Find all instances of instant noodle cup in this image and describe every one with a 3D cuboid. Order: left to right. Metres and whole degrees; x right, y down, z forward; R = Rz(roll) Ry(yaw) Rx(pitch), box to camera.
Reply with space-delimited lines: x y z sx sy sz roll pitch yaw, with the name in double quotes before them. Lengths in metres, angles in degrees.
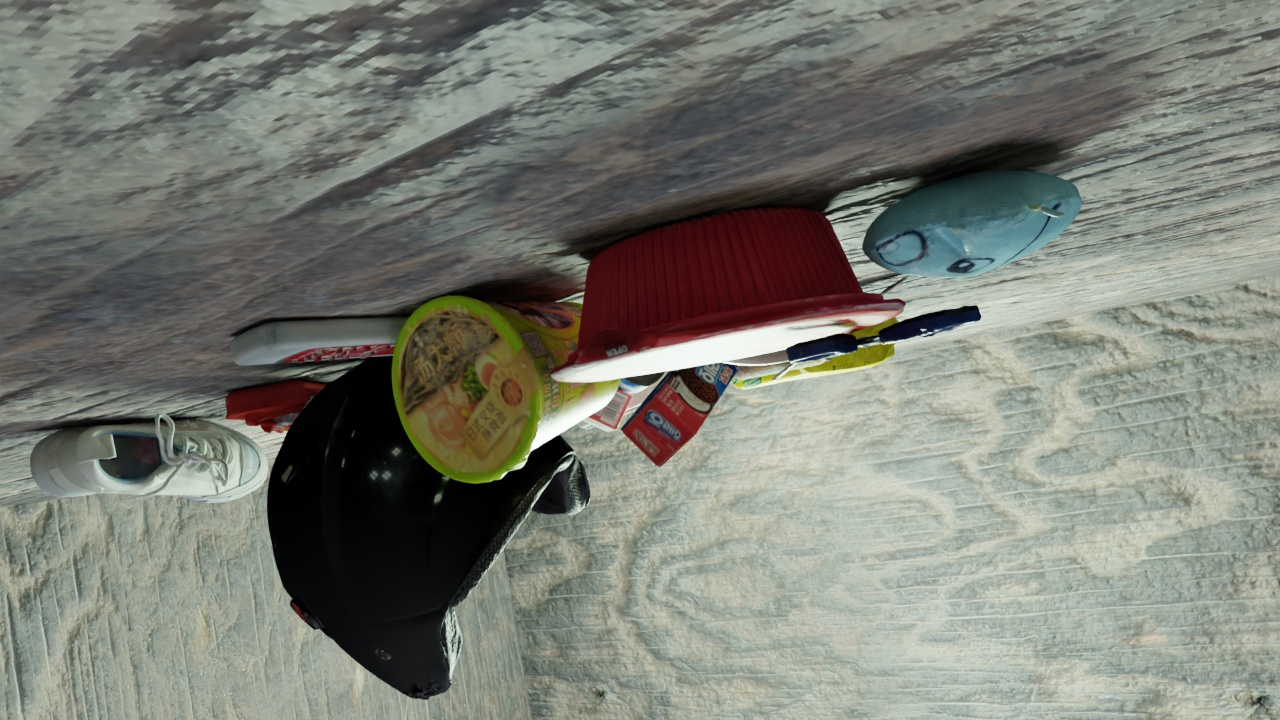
"instant noodle cup" -0.074 0.008 0.585 0.112 0.111 0.123 -13 -177 32
"instant noodle cup" 0.041 -0.035 0.501 0.194 0.066 0.194 -11 177 -1

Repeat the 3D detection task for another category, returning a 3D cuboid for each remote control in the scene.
"remote control" -0.179 -0.012 0.570 0.056 0.020 0.135 -13 175 42

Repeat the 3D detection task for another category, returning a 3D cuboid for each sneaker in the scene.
"sneaker" -0.452 0.092 0.902 0.091 0.089 0.242 -17 167 23

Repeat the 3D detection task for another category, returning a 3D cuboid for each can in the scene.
"can" -0.006 0.006 0.979 0.053 0.053 0.135 -10 176 -8
"can" 0.158 -0.015 1.057 0.116 0.058 0.058 -13 175 30

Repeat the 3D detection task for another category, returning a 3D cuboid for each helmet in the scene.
"helmet" -0.185 0.113 0.744 0.276 0.230 0.232 -26 -165 42

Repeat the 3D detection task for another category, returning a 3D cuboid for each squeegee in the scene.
"squeegee" 0.091 -0.014 0.890 0.249 0.040 0.248 -1 159 -20

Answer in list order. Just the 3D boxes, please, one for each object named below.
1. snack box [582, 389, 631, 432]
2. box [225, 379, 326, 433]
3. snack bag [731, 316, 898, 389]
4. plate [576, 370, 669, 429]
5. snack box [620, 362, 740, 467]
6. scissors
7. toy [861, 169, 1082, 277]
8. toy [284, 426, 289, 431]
"snack box" -0.079 0.035 1.035 0.127 0.044 0.113 25 172 -4
"box" -0.306 0.074 0.873 0.095 0.098 0.201 -11 175 0
"snack bag" 0.220 -0.009 1.234 0.157 0.068 0.247 -8 176 -22
"plate" -0.002 0.040 1.206 0.205 0.045 0.205 -23 178 -1
"snack box" 0.047 0.033 0.948 0.057 0.058 0.207 -47 180 27
"scissors" 0.133 -0.012 0.523 0.164 0.012 0.162 -16 176 44
"toy" 0.174 -0.070 0.481 0.161 0.050 0.156 -14 179 -20
"toy" -0.326 0.092 1.108 0.226 0.090 0.247 12 171 -30
